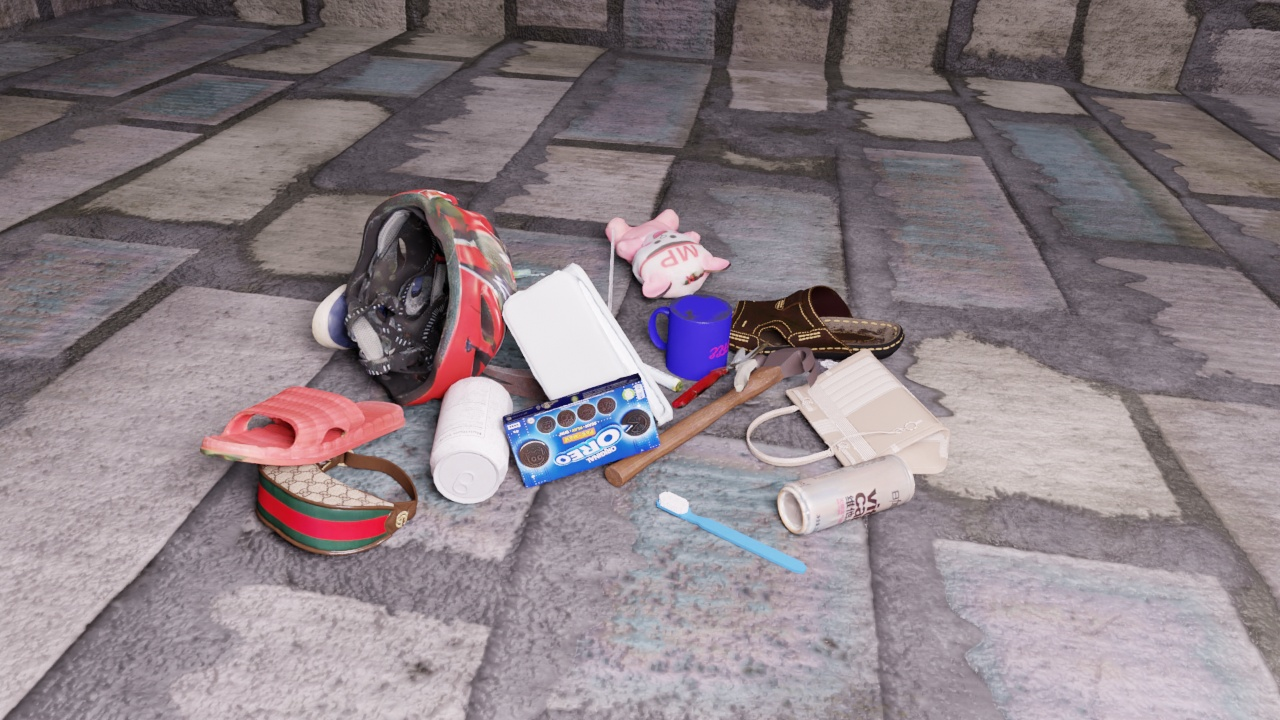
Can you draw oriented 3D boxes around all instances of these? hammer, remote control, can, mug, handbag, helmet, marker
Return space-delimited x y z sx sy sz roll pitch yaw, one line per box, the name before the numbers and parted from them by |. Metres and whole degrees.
hammer | -0.123 -0.042 1.229 0.138 0.035 0.313 2 30 -1
remote control | 0.247 0.003 1.204 0.046 0.009 0.124 3 31 1
hammer | 0.086 0.058 1.055 0.322 0.033 0.115 -29 17 -36
can | 0.208 0.136 0.932 0.135 0.054 0.054 -11 33 -23
mug | 0.061 -0.035 1.179 0.111 0.084 0.079 19 34 26
handbag | -0.301 0.129 0.913 0.167 0.063 0.138 21 18 35
handbag | 0.217 0.076 1.051 0.197 0.062 0.175 -14 33 -11
helmet | -0.237 -0.074 1.053 0.166 0.273 0.217 -13 62 -39
marker | -0.007 0.007 1.169 0.146 0.017 0.017 24 37 33
can | -0.177 0.082 0.968 0.078 0.078 0.136 0 31 -5

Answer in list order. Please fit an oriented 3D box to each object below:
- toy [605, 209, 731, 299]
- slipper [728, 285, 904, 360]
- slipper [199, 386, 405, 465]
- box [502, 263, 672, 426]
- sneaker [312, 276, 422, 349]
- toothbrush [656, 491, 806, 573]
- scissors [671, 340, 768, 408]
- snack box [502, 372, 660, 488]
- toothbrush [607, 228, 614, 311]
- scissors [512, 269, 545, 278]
toy | 0.035 -0.158 1.389 0.141 0.084 0.213 -13 32 -20
slipper | 0.212 -0.053 1.216 0.268 0.076 0.112 6 30 20
slipper | -0.333 0.058 0.942 0.104 0.059 0.248 8 10 23
box | -0.071 0.008 1.009 0.124 0.215 0.107 -35 4 -19
sneaker | -0.299 -0.060 1.197 0.118 0.091 0.232 17 25 19
toothbrush | 0.088 0.169 0.906 0.167 0.014 0.016 21 35 28
scissors | 0.106 0.015 1.098 0.187 0.015 0.179 -25 10 -15
snack box | -0.060 0.074 0.954 0.150 0.082 0.027 -18 24 -3
toothbrush | -0.034 -0.085 1.161 0.010 0.182 0.010 16 38 15
scissors | -0.197 -0.123 1.327 0.172 0.023 0.167 2 7 35
